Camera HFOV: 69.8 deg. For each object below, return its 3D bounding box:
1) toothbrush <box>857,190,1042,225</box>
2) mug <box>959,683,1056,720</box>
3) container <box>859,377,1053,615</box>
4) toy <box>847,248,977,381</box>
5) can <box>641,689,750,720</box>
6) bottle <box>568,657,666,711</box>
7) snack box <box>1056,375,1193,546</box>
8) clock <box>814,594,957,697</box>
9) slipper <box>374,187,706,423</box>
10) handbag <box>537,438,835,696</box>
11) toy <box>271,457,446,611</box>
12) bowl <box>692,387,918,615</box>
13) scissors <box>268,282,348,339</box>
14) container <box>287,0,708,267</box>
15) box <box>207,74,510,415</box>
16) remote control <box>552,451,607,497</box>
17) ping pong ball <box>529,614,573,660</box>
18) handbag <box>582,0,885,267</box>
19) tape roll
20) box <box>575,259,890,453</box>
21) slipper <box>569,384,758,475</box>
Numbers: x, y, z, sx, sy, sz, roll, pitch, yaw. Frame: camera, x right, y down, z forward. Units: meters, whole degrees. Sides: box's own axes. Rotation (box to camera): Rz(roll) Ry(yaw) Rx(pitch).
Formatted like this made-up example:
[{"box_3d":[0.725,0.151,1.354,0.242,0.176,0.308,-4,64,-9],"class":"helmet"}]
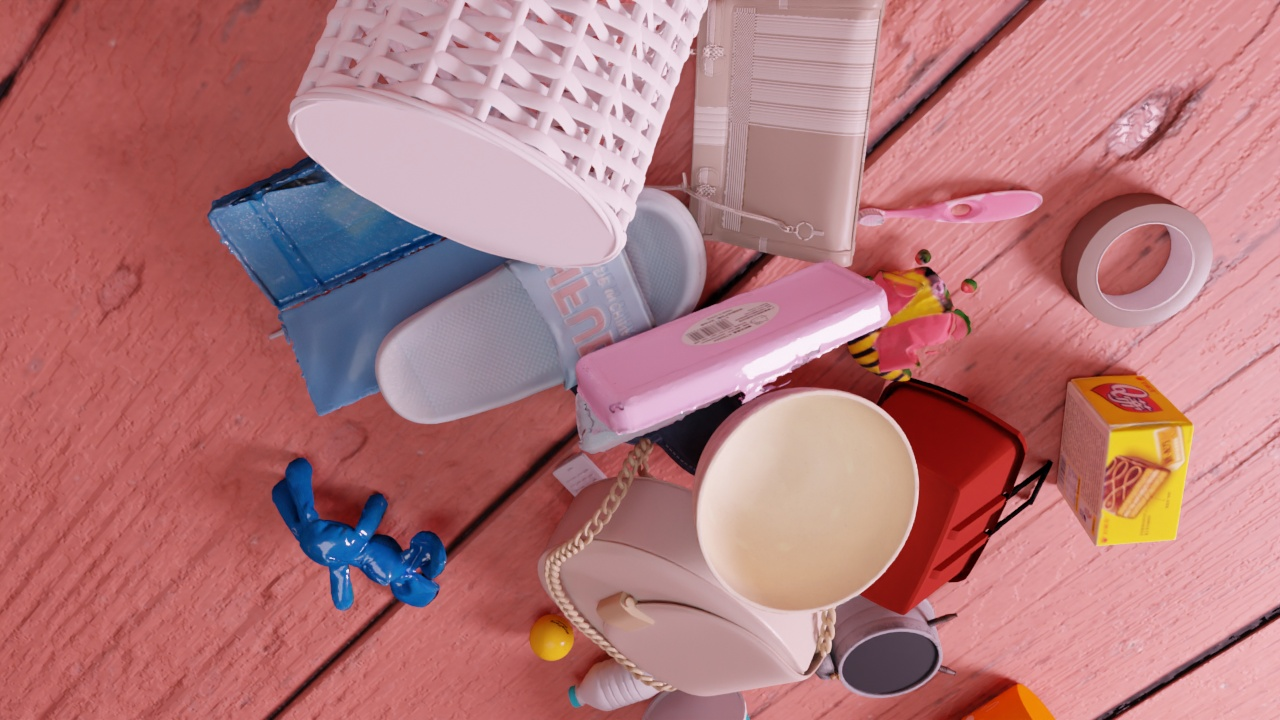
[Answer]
[{"box_3d":[0.222,-0.108,0.661,0.135,0.016,0.022,-5,115,4],"class":"toothbrush"},{"box_3d":[0.345,0.364,0.856,0.096,0.077,0.112,-43,135,19],"class":"mug"},{"box_3d":[0.227,0.096,0.717,0.127,0.200,0.148,29,118,29],"class":"container"},{"box_3d":[0.195,-0.029,0.683,0.084,0.046,0.104,30,122,1],"class":"toy"},{"box_3d":[0.070,0.382,0.852,0.099,0.099,0.144,-17,114,9],"class":"can"},{"box_3d":[-0.001,0.288,0.840,0.136,0.044,0.044,-22,113,12],"class":"bottle"},{"box_3d":[0.370,0.075,0.707,0.061,0.083,0.106,-5,116,5],"class":"snack box"},{"box_3d":[0.200,0.251,0.810,0.148,0.056,0.104,-11,123,2],"class":"clock"},{"box_3d":[-0.067,-0.023,0.609,0.245,0.074,0.104,-25,107,8],"class":"slipper"},{"box_3d":[0.029,0.176,0.724,0.208,0.103,0.211,37,145,-9],"class":"handbag"},{"box_3d":[-0.232,0.152,0.772,0.176,0.070,0.113,39,121,-16],"class":"toy"},{"box_3d":[0.099,0.084,0.611,0.150,0.075,0.151,-3,103,-13],"class":"bowl"},{"box_3d":[-0.239,-0.078,0.690,0.131,0.014,0.153,-6,118,5],"class":"scissors"},{"box_3d":[-0.068,-0.174,0.505,0.189,0.189,0.186,20,78,-8],"class":"container"},{"box_3d":[-0.165,-0.082,0.655,0.232,0.060,0.175,-22,104,6],"class":"box"},{"box_3d":[-0.020,0.129,0.782,0.033,0.012,0.131,-33,110,24],"class":"remote control"},{"box_3d":[-0.080,0.249,0.826,0.040,0.040,0.040,1,115,1],"class":"ping pong ball"},{"box_3d":[0.055,-0.163,0.629,0.198,0.062,0.176,5,115,8],"class":"handbag"},{"box_3d":[0.359,-0.072,0.666,0.094,0.030,0.094,1,115,1],"class":"tape roll"},{"box_3d":[0.058,0.012,0.608,0.201,0.111,0.101,-22,124,-16],"class":"box"},{"box_3d":[-0.004,0.004,0.684,0.109,0.083,0.265,-40,105,20],"class":"slipper"}]
